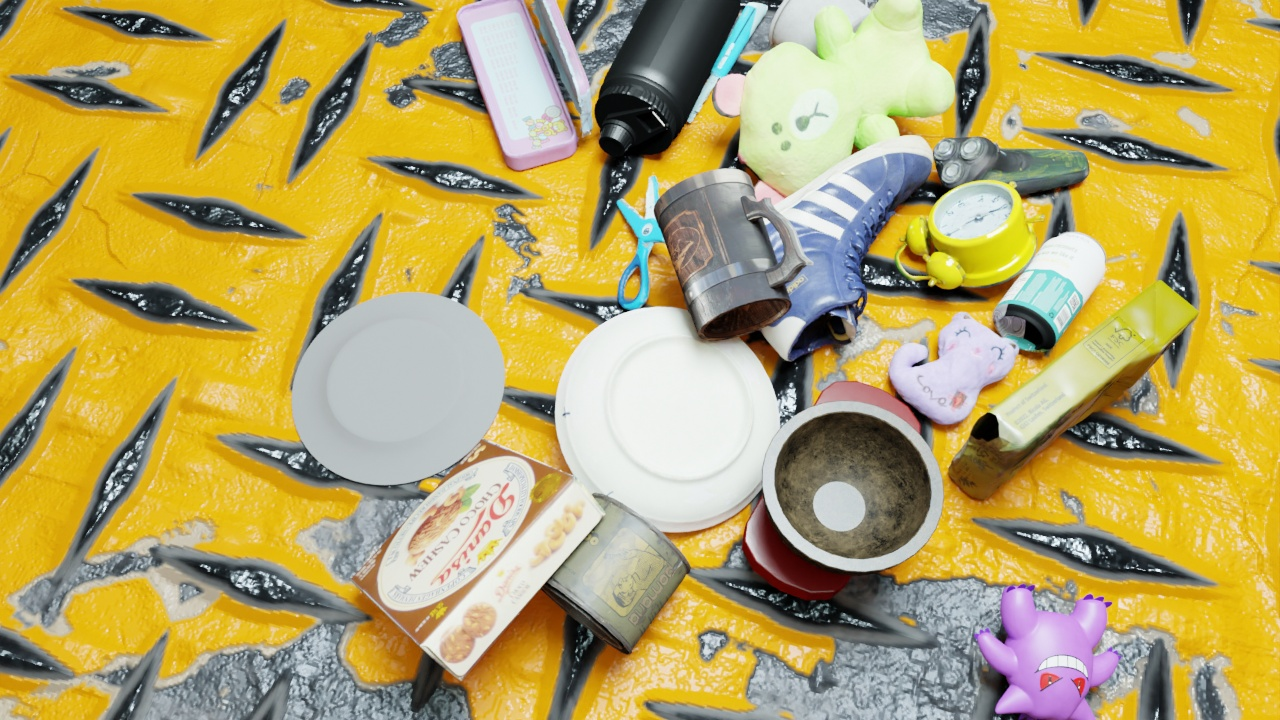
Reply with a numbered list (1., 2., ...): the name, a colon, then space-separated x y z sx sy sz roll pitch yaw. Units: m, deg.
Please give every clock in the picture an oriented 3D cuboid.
1. clock: 0.275 -0.101 0.777 0.119 0.057 0.083 -27 43 13

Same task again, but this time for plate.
1. plate: 0.027 0.039 0.706 0.182 0.034 0.182 4 71 -12
2. plate: -0.203 0.017 0.765 0.178 0.012 0.178 -1 63 1

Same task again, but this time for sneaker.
1. sneaker: 0.180 -0.090 0.762 0.233 0.091 0.118 -27 61 -11

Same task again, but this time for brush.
1. brush: 0.144 0.098 0.697 0.082 0.042 0.173 28 67 15

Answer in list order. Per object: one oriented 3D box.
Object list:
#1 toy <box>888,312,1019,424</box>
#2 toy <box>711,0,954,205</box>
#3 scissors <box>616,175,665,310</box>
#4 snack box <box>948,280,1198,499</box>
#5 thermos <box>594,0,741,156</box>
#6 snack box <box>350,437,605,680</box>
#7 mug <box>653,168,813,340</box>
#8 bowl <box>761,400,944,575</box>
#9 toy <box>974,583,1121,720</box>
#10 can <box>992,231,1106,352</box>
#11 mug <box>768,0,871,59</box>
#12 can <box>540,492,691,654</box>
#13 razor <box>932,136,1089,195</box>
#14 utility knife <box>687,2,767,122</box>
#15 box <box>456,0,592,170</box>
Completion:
1. toy: 0.252 0.002 0.745 0.080 0.036 0.099 38 72 17
2. toy: 0.170 -0.232 0.818 0.197 0.107 0.150 -23 98 20
3. scissors: 0.001 -0.101 0.805 0.118 0.013 0.140 -50 47 12
4. snack box: 0.316 0.029 0.683 0.180 0.121 0.045 -34 67 -14
5. thermos: 0.022 -0.278 0.865 0.086 0.086 0.198 19 65 11
6. snack box: -0.117 0.131 0.643 0.143 0.041 0.147 -48 29 -20
7. mug: 0.073 -0.086 0.689 0.079 0.116 0.107 -4 69 -36
8. bowl: 0.143 0.095 0.642 0.121 0.056 0.121 -1 63 1
9. toy: 0.279 0.206 0.632 0.106 0.056 0.088 10 67 -5
10. can: 0.340 -0.057 0.762 0.055 0.055 0.101 36 70 18
11. mug: 0.187 -0.325 0.887 0.113 0.084 0.070 -35 70 -21
12. can: -0.022 0.151 0.648 0.090 0.090 0.074 33 69 17
13. razor: 0.334 -0.174 0.817 0.151 0.067 0.053 -4 67 -9
14. utility knife: 0.085 -0.296 0.914 0.022 0.015 0.166 23 69 12
15. box: -0.116 -0.295 0.875 0.090 0.091 0.214 -17 64 -7
